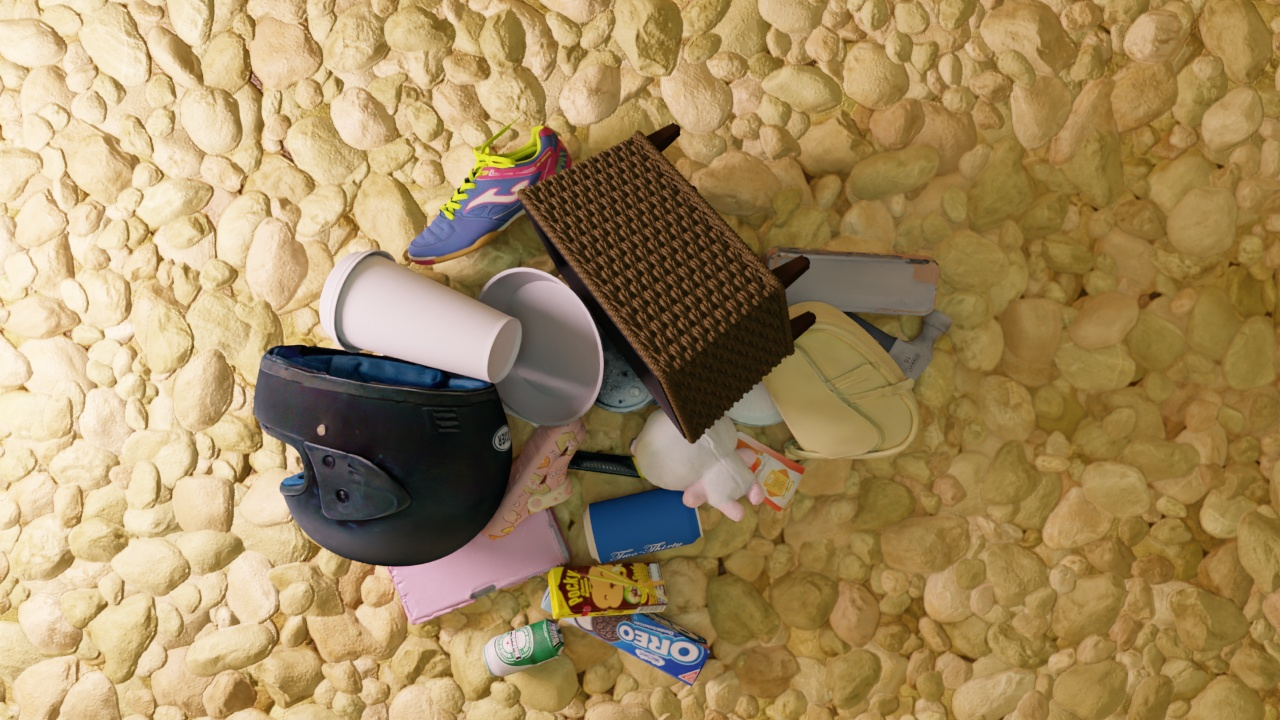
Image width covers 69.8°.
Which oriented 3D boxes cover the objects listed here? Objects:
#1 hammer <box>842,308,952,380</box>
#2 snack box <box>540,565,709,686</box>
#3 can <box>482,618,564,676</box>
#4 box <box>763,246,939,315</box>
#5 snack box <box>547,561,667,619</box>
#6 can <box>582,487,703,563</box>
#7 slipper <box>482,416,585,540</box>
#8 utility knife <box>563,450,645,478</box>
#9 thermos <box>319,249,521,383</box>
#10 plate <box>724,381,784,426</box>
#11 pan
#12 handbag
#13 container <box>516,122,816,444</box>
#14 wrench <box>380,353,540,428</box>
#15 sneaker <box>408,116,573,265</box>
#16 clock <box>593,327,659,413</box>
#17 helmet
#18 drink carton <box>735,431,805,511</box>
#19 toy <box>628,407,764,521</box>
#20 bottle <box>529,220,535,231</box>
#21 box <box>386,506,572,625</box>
[{"bbox_3d":[0.240,-0.072,1.201,0.312,0.035,0.139,31,95,-2],"label":"hammer"},{"bbox_3d":[-0.020,0.349,1.215,0.226,0.059,0.059,29,89,-2],"label":"snack box"},{"bbox_3d":[-0.154,0.381,1.217,0.101,0.053,0.053,-20,94,0],"label":"can"},{"bbox_3d":[0.262,-0.100,1.156,0.216,0.062,0.081,4,106,1],"label":"box"},{"bbox_3d":[-0.041,0.294,1.175,0.148,0.026,0.061,2,54,-20],"label":"snack box"},{"bbox_3d":[0.003,0.212,1.194,0.146,0.079,0.079,-12,94,0],"label":"can"},{"bbox_3d":[-0.123,0.155,1.172,0.081,0.093,0.197,37,85,-16],"label":"slipper"},{"bbox_3d":[-0.049,0.136,1.219,0.213,0.020,0.028,8,76,0],"label":"utility knife"},{"bbox_3d":[-0.261,-0.047,1.109,0.222,0.131,0.131,19,93,15],"label":"thermos"},{"bbox_3d":[0.154,0.012,1.201,0.157,0.014,0.157,0,106,1],"label":"plate"},{"bbox_3d":[-0.188,-0.050,1.155,0.357,0.050,0.201,27,120,22],"label":"pan"},{"bbox_3d":[0.234,0.032,1.145,0.191,0.088,0.233,-27,113,15],"label":"handbag"},{"bbox_3d":[0.039,-0.106,1.067,0.205,0.176,0.321,-35,60,-5],"label":"container"},{"bbox_3d":[-0.217,0.045,1.216,0.273,0.009,0.047,21,93,-2],"label":"wrench"},{"bbox_3d":[-0.202,-0.212,1.161,0.242,0.116,0.091,-34,122,-2],"label":"sneaker"},{"bbox_3d":[-0.007,0.007,1.190,0.162,0.060,0.118,1,94,-1],"label":"clock"},{"bbox_3d":[-0.316,0.123,1.106,0.316,0.248,0.236,10,98,7],"label":"helmet"},{"bbox_3d":[0.149,0.141,1.217,0.122,0.039,0.069,30,94,4],"label":"drink carton"},{"bbox_3d":[0.079,0.125,1.162,0.138,0.102,0.179,-36,70,-26],"label":"toy"},{"bbox_3d":[-0.081,-0.201,1.182,0.131,0.048,0.048,-24,94,1],"label":"bottle"},{"bbox_3d":[-0.213,0.267,1.218,0.233,0.037,0.098,-21,95,1],"label":"box"}]
